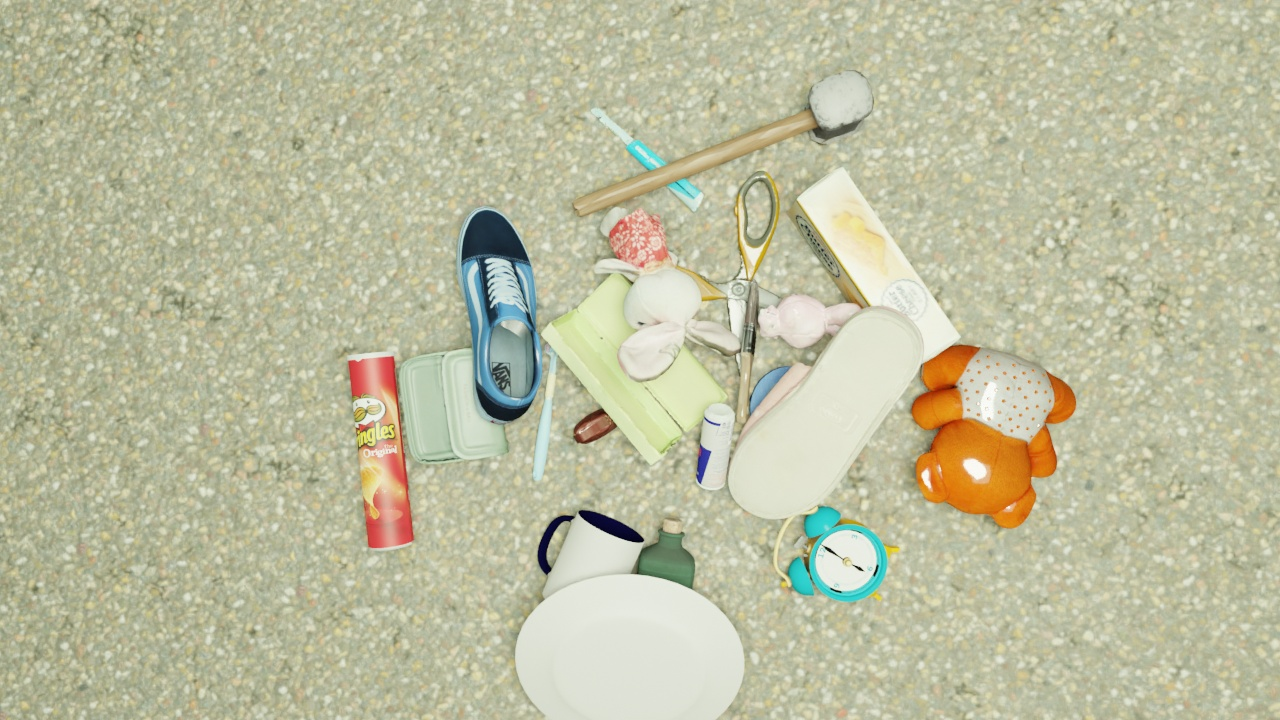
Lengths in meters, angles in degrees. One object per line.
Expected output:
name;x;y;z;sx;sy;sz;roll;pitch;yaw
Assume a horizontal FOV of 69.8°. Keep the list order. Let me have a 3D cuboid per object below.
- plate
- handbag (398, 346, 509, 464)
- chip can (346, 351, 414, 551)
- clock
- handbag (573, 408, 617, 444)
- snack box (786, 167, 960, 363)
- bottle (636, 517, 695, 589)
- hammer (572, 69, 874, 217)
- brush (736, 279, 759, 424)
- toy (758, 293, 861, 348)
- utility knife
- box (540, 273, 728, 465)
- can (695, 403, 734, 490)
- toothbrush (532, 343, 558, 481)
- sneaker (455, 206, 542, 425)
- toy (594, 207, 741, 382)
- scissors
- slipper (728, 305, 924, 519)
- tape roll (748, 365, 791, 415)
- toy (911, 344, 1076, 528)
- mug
plate;-0.012;0.325;0.965;0.242;0.016;0.243;1;117;2
handbag;-0.202;0.047;1.000;0.106;0.067;0.122;-8;91;3
chip can;-0.287;0.099;1.014;0.052;0.051;0.214;-6;91;4
clock;0.208;0.211;0.987;0.129;0.043;0.099;18;93;-4
handbag;-0.052;0.073;0.962;0.055;0.119;0.029;-31;89;4
snack box;0.235;-0.091;0.945;0.057;0.104;0.208;-35;89;3
bottle;0.026;0.236;0.990;0.061;0.061;0.131;8;92;1
hammer;0.084;-0.216;0.962;0.328;0.098;0.052;-20;90;7
brush;0.114;-0.008;0.967;0.012;0.039;0.151;4;83;14
toy;0.181;-0.042;0.965;0.110;0.064;0.047;5;56;15
utility knife;0.005;-0.221;1.005;0.162;0.015;0.022;41;92;5
box;-0.010;0.010;0.994;0.127;0.066;0.188;-42;89;-15
can;0.079;0.092;0.977;0.032;0.032;0.095;7;120;4
toothbrush;-0.105;0.058;1.018;0.022;0.016;0.155;8;92;36
sneaker;-0.136;-0.059;0.951;0.083;0.098;0.241;1;71;-26
toy;0.013;-0.075;0.947;0.158;0.084;0.194;-19;76;-39
scissors;0.088;-0.095;1.000;0.230;0.016;0.225;2;94;3
slipper;0.186;0.056;0.939;0.114;0.054;0.275;38;118;5
tape roll;0.164;0.053;0.997;0.093;0.016;0.091;38;94;2
toy;0.360;0.079;0.954;0.164;0.093;0.172;20;80;1
mug;-0.064;0.216;0.995;0.112;0.078;0.097;25;93;31
